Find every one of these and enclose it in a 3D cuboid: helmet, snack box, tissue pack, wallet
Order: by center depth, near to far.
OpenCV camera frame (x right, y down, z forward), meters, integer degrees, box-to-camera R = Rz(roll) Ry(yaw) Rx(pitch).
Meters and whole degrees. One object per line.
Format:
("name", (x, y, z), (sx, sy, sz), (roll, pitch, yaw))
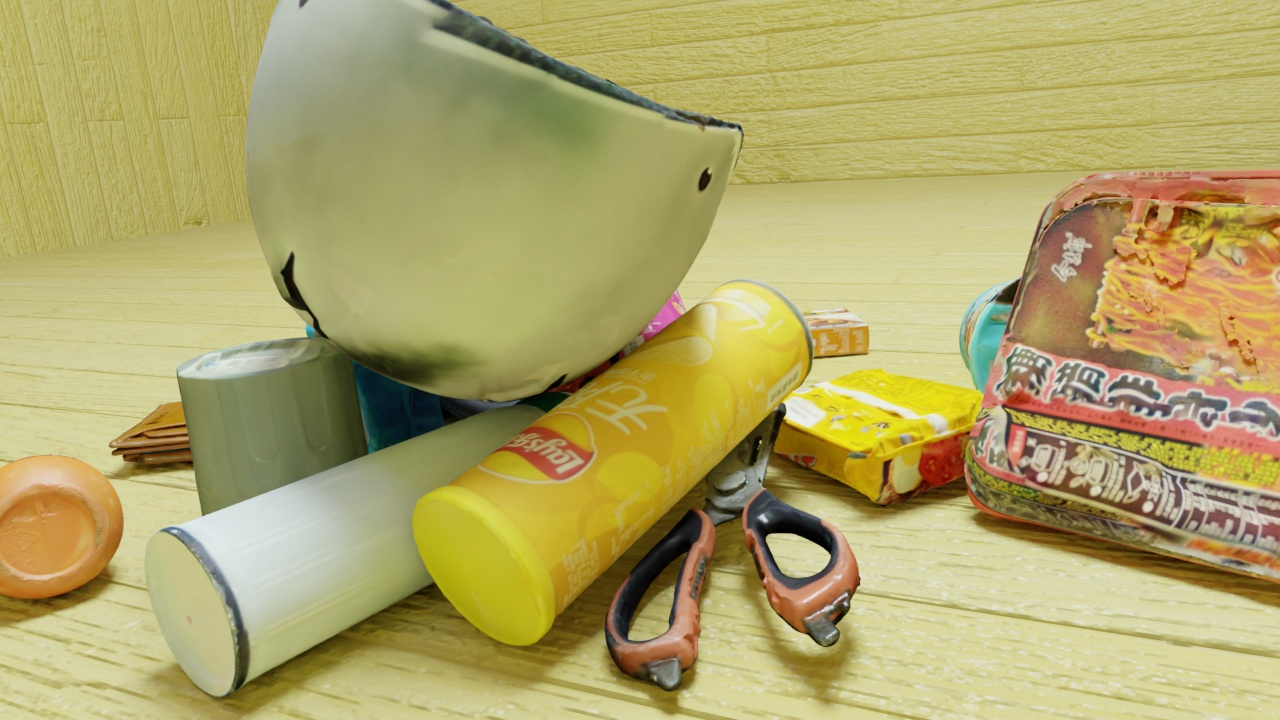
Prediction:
("helmet", (-0.086, -0.063, 0.442), (0.230, 0.156, 0.274), (25, -6, -15))
("tissue pack", (-0.174, 0.015, 0.593), (0.052, 0.095, 0.157), (-20, 20, -28))
("wallet", (-0.281, 0.046, 0.636), (0.130, 0.035, 0.119), (-7, 9, -7))
("snack box", (0.109, -0.021, 0.781), (0.153, 0.026, 0.075), (-5, 14, -2))

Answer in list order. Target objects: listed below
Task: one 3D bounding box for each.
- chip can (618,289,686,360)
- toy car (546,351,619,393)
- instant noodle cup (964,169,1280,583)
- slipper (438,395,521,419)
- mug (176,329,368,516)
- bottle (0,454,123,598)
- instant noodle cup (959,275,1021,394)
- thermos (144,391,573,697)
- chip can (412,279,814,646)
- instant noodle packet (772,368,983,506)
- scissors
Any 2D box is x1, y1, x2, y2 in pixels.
("chip can", (0.000, -0.017, 0.608), (0.071, 0.071, 0.210), (-6, 31, -6))
("toy car", (-0.042, 0.015, 0.537), (0.031, 0.107, 0.049), (21, 39, -22))
("instant noodle cup", (0.255, 0.004, 0.423), (0.165, 0.188, 0.079), (12, -14, 43))
("slipper", (-0.175, -0.019, 0.720), (0.110, 0.083, 0.268), (-17, 45, -44))
("mug", (-0.175, 0.042, 0.472), (0.084, 0.103, 0.123), (-3, 16, 6))
("bottle", (-0.310, 0.076, 0.473), (0.066, 0.067, 0.150), (-14, 11, -34))
("instant noodle cup", (0.245, -0.007, 0.561), (0.111, 0.111, 0.120), (-2, 6, 8))
("thermos", (-0.101, 0.068, 0.424), (0.073, 0.073, 0.223), (7, 18, 37))
("chip can", (0.000, 0.035, 0.420), (0.072, 0.072, 0.212), (8, 32, 40))
("instant noodle packet", (0.131, 0.038, 0.517), (0.110, 0.044, 0.128), (-12, 14, -21))
("scissors", (0.051, 0.066, 0.410), (0.201, 0.015, 0.206), (-29, 20, -29))
